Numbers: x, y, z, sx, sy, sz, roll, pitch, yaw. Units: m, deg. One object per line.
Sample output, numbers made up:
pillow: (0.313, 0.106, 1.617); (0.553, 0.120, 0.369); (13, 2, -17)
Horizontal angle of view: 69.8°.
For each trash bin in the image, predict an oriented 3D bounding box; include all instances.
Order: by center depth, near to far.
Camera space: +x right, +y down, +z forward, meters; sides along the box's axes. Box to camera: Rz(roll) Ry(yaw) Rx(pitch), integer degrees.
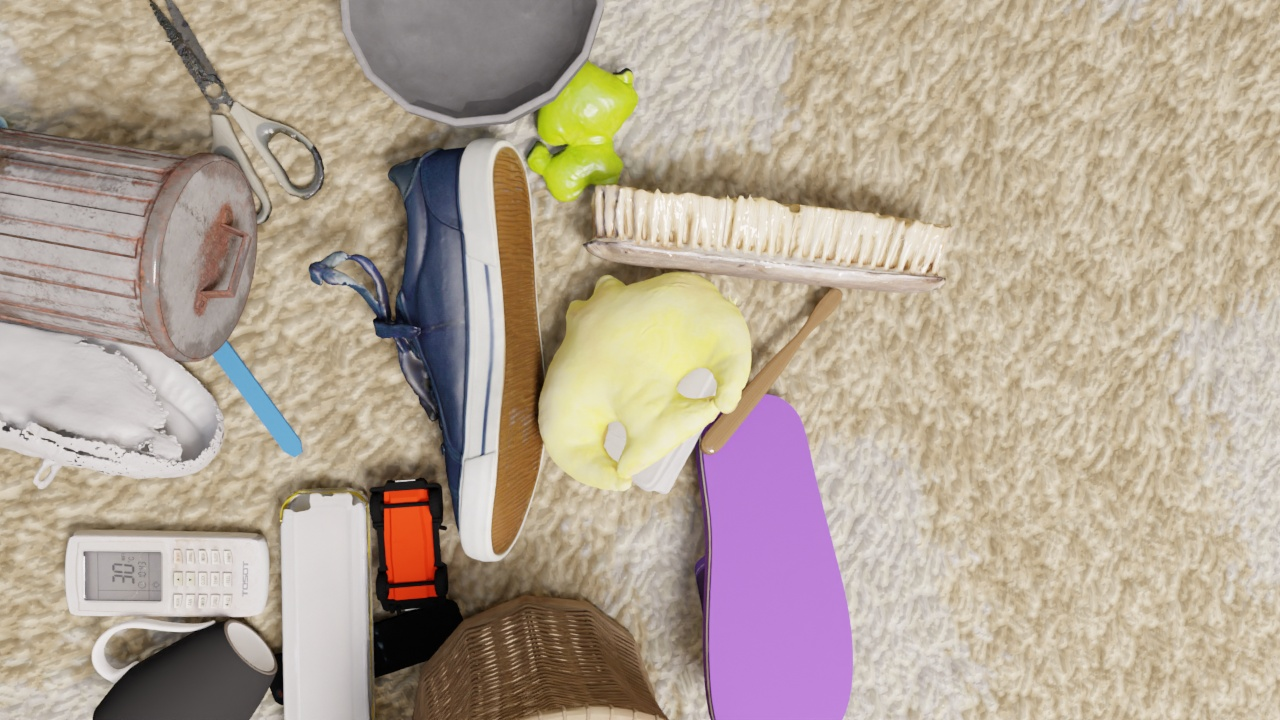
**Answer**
trash bin: (-0.354, -0.078, 0.573); (0.211, 0.130, 0.131); (10, 95, 0)

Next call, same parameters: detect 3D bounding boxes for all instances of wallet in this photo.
wallet: (0.009, 0.033, 0.681); (0.086, 0.032, 0.116); (27, 93, 24)

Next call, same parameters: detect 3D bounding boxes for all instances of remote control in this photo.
remote control: (-0.341, 0.154, 0.665); (0.138, 0.025, 0.060); (3, 96, -8)
remote control: (-0.207, 0.219, 0.694); (0.152, 0.020, 0.041); (-17, 98, -4)

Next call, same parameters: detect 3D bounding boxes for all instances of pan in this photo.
pan: (-0.027, -0.269, 0.627); (0.357, 0.041, 0.178); (-16, 88, 2)

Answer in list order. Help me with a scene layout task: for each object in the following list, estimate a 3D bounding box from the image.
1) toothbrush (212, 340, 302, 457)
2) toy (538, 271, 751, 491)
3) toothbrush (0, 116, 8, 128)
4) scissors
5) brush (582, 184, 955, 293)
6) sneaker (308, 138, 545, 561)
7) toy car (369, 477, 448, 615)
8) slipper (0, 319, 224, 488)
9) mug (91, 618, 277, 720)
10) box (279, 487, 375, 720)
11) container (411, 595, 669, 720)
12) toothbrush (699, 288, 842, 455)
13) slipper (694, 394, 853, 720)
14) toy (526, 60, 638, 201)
toothbrush: (-0.296, 0.001, 0.660); (0.016, 0.014, 0.166); (-33, 100, -3)
toy: (-0.004, 0.004, 0.641); (0.171, 0.154, 0.064); (-38, 144, 12)
toothbrush: (-0.378, -0.122, 0.633); (0.155, 0.016, 0.022); (29, 84, -10)
scissors: (-0.280, -0.179, 0.643); (0.131, 0.012, 0.170); (0, 95, -10)
brush: (0.095, -0.086, 0.667); (0.271, 0.083, 0.056); (5, 95, -8)
sneaker: (-0.142, -0.003, 0.647); (0.127, 0.120, 0.294); (-2, 95, 15)
toy car: (-0.169, 0.134, 0.674); (0.051, 0.049, 0.100); (-3, 97, -7)
slipper: (-0.410, 0.026, 0.619); (0.246, 0.075, 0.112); (17, 63, -11)
mug: (-0.326, 0.225, 0.649); (0.100, 0.085, 0.119); (-42, 90, -6)
box: (-0.228, 0.198, 0.666); (0.064, 0.033, 0.209); (-2, 89, -4)
container: (-0.060, 0.289, 0.621); (0.226, 0.196, 0.227); (-2, 101, -12)
toothbrush: (0.100, 0.007, 0.692); (0.016, 0.016, 0.166); (40, 76, 5)
slipper: (0.089, 0.164, 0.702); (0.107, 0.084, 0.266); (-3, 76, -9)
toy: (-0.042, -0.168, 0.664); (0.094, 0.036, 0.093); (-21, 104, 2)
